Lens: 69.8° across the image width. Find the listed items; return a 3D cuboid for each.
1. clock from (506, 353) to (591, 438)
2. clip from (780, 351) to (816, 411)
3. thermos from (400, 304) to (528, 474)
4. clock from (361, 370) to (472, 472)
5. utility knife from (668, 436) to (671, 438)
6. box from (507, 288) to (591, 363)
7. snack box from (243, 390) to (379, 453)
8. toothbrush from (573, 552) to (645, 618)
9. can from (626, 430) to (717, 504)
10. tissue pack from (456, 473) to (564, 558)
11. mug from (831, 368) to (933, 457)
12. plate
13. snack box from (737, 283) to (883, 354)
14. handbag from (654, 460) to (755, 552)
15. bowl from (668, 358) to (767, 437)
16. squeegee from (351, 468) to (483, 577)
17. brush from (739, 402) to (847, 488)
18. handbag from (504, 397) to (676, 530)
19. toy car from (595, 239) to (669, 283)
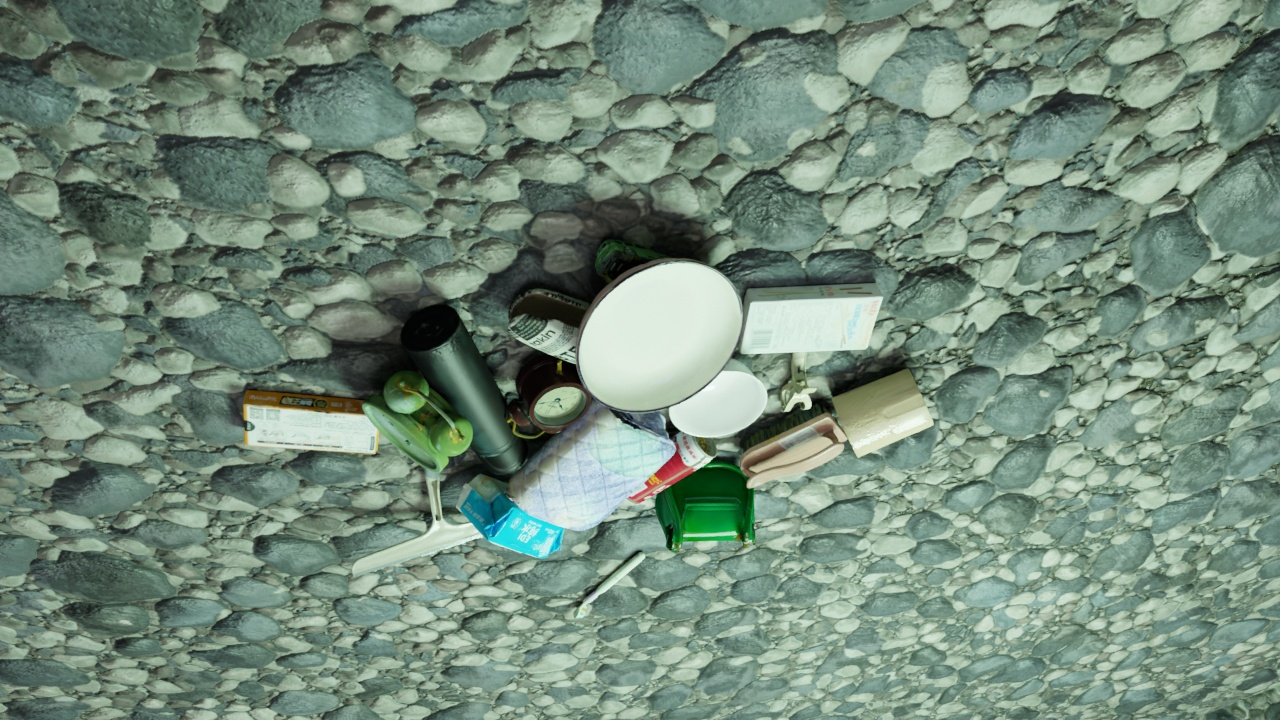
[{"bbox_3d":[-0.108,0.046,1.080,0.082,0.055,0.122,20,120,-39],"label":"clock"},{"bbox_3d":[0.197,0.034,1.150,0.034,0.060,0.097,-6,148,-2],"label":"clip"},{"bbox_3d":[-0.208,0.042,1.068,0.090,0.068,0.243,3,141,19],"label":"thermos"},{"bbox_3d":[-0.247,0.066,1.026,0.116,0.056,0.162,44,155,-12],"label":"clock"},{"bbox_3d":[-0.026,0.115,1.214,0.178,0.019,0.031,-13,143,-3],"label":"utility knife"},{"bbox_3d":[-0.072,-0.037,1.029,0.163,0.077,0.075,17,150,-29],"label":"box"},{"bbox_3d":[-0.390,0.075,1.095,0.153,0.026,0.075,6,135,-16],"label":"snack box"},{"bbox_3d":[-0.049,0.357,1.460,0.020,0.029,0.190,45,122,5],"label":"toothbrush"},{"bbox_3d":[0.034,0.135,1.200,0.133,0.053,0.053,-35,131,27],"label":"can"},{"bbox_3d":[-0.169,0.208,1.205,0.063,0.090,0.140,-56,140,0],"label":"tissue pack"},{"bbox_3d":[0.315,0.071,1.187,0.104,0.084,0.124,-24,159,13],"label":"mug"},{"bbox_3d":[0.017,-0.030,0.983,0.192,0.039,0.193,-13,129,-17],"label":"plate"},{"bbox_3d":[0.195,-0.048,1.069,0.156,0.026,0.085,-3,136,-7],"label":"snack box"},{"bbox_3d":[0.091,0.201,1.247,0.131,0.120,0.068,0,142,-13],"label":"handbag"},{"bbox_3d":[0.088,0.031,1.105,0.118,0.064,0.118,-6,137,-5],"label":"bowl"},{"bbox_3d":[-0.269,0.155,1.192,0.246,0.039,0.247,-14,133,-22],"label":"squeegee"},{"bbox_3d":[0.196,0.117,1.210,0.146,0.073,0.063,-28,135,21],"label":"brush"},{"bbox_3d":[-0.061,0.126,1.156,0.194,0.075,0.134,-44,134,20],"label":"handbag"},{"bbox_3d":[-0.005,-0.101,0.969,0.091,0.036,0.043,12,131,-32],"label":"toy car"}]
